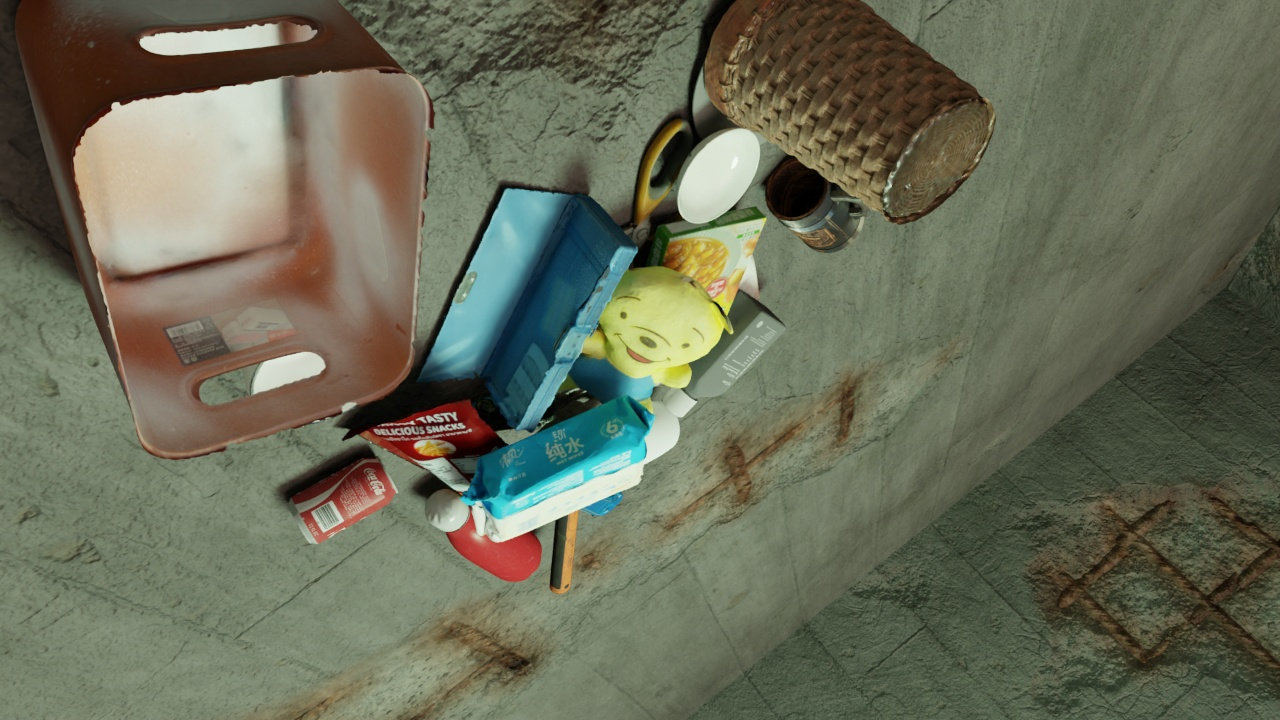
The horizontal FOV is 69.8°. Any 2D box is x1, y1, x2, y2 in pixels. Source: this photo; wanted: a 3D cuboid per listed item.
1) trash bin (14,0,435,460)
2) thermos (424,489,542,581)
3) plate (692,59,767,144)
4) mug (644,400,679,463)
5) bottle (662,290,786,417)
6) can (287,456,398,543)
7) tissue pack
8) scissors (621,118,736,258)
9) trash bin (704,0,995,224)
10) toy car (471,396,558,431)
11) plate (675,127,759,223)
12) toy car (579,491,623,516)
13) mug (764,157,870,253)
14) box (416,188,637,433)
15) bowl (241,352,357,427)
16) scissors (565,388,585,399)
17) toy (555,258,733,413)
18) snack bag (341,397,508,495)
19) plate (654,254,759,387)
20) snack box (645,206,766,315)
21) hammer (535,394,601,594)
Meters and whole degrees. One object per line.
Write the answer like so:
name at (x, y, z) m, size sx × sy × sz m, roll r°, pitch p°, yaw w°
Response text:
trash bin at (-0.248, -0.094, 0.561) m, size 0.181 × 0.157 × 0.260 m, roll -20°, pitch 146°, yaw -32°
thermos at (-0.192, 0.209, 1.114) m, size 0.073 × 0.073 × 0.240 m, roll -38°, pitch 150°, yaw -4°
plate at (0.119, -0.279, 0.876) m, size 0.178 × 0.012 × 0.179 m, roll -29°, pitch 148°, yaw -20°
mug at (-0.015, 0.097, 1.178) m, size 0.114 × 0.081 × 0.087 m, roll -24°, pitch 174°, yaw 42°
bottle at (0.096, -0.001, 1.151) m, size 0.174 × 0.046 × 0.083 m, roll -48°, pitch 150°, yaw 12°
can at (-0.297, 0.138, 0.919) m, size 0.096 × 0.054 × 0.054 m, roll -30°, pitch 149°, yaw -18°
tissue pack at (-0.085, 0.116, 0.946) m, size 0.209 × 0.066 × 0.117 m, roll -23°, pitch 152°, yaw -17°
scissors at (0.016, -0.150, 0.928) m, size 0.224 × 0.016 × 0.230 m, roll -23°, pitch 146°, yaw -26°
trash bin at (0.175, -0.224, 0.787) m, size 0.151 × 0.210 × 0.151 m, roll -28°, pitch 148°, yaw -20°
toy car at (-0.143, 0.054, 1.004) m, size 0.105 × 0.032 × 0.048 m, roll -8°, pitch 142°, yaw -23°
plate at (0.070, -0.185, 0.897) m, size 0.104 × 0.026 × 0.104 m, roll -30°, pitch 146°, yaw -23°
toy car at (-0.064, 0.188, 1.261) m, size 0.056 × 0.043 × 0.120 m, roll -45°, pitch 151°, yaw 7°
mug at (0.211, -0.173, 1.027) m, size 0.107 × 0.116 × 0.080 m, roll 20°, pitch 81°, yaw -56°
box at (-0.113, -0.042, 0.855) m, size 0.112 × 0.094 × 0.232 m, roll -1°, pitch 132°, yaw -45°
bowl at (-0.267, -0.010, 0.741) m, size 0.116 × 0.065 × 0.116 m, roll -29°, pitch 148°, yaw -20°
scissors at (-0.011, 0.012, 1.087) m, size 0.142 × 0.014 × 0.146 m, roll -29°, pitch 169°, yaw 29°
toy at (-0.005, -0.023, 0.959) m, size 0.149 × 0.083 × 0.215 m, roll 25°, pitch 132°, yaw -13°
snack bag at (-0.192, 0.096, 0.944) m, size 0.139 × 0.066 × 0.208 m, roll -8°, pitch 157°, yaw 16°
plate at (0.074, -0.047, 1.132) m, size 0.186 × 0.016 × 0.187 m, roll -36°, pitch 150°, yaw -8°
snack box at (0.058, -0.088, 1.013) m, size 0.131 × 0.027 × 0.168 m, roll -17°, pitch 144°, yaw -31°
hammer at (-0.099, 0.187, 1.151) m, size 0.137 × 0.035 × 0.315 m, roll -32°, pitch 142°, yaw -42°
